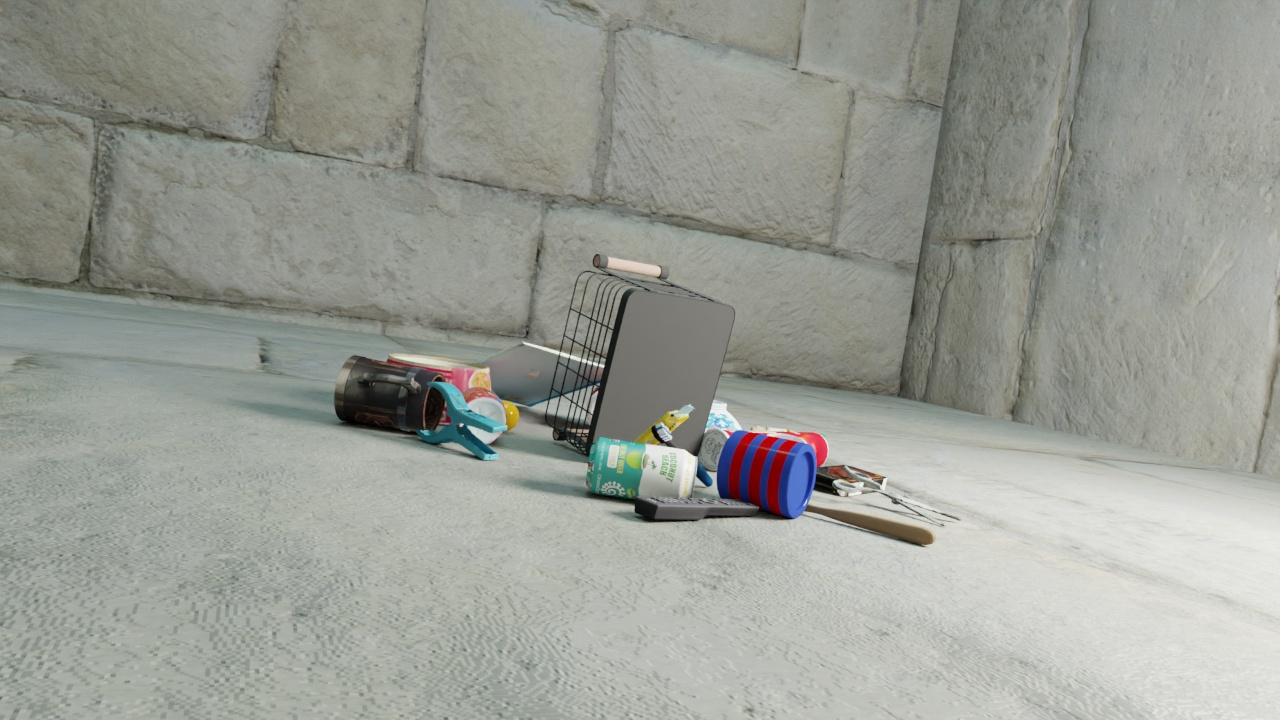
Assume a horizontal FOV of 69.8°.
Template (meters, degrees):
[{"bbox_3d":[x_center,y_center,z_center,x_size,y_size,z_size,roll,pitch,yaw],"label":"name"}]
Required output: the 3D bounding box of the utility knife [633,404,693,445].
[{"bbox_3d":[0.005,0.082,0.926,0.030,0.017,0.165,-3,-31,-38],"label":"utility knife"}]

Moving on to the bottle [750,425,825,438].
[{"bbox_3d":[0.216,0.122,1.356,0.111,0.043,0.043,8,3,4],"label":"bottle"}]

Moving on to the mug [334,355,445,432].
[{"bbox_3d":[-0.296,0.036,1.073,0.107,0.079,0.116,10,-19,6],"label":"mug"}]

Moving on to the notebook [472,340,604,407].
[{"bbox_3d":[-0.170,0.025,1.371,0.181,0.009,0.254,18,-24,-37],"label":"notebook"}]

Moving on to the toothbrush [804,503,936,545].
[{"bbox_3d":[0.209,0.155,0.906,0.167,0.016,0.016,9,4,36],"label":"toothbrush"}]

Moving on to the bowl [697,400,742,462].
[{"bbox_3d":[0.080,0.090,1.244,0.144,0.074,0.144,8,3,-1],"label":"bowl"}]

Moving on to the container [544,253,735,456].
[{"bbox_3d":[-0.007,0.007,1.123,0.162,0.241,0.130,6,13,-36],"label":"container"}]

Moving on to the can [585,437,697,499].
[{"bbox_3d":[0.001,0.107,0.878,0.101,0.055,0.055,8,3,1],"label":"can"}]

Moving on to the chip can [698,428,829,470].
[{"bbox_3d":[0.166,0.117,1.198,0.214,0.052,0.052,6,4,-45],"label":"chip can"}]

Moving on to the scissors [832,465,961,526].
[{"bbox_3d":[0.284,0.151,1.047,0.141,0.014,0.161,14,9,-3],"label":"scissors"}]

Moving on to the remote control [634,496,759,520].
[{"bbox_3d":[0.054,0.136,0.843,0.136,0.015,0.032,9,1,-41],"label":"remote control"}]

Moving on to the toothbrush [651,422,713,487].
[{"bbox_3d":[0.046,0.100,0.939,0.014,0.014,0.168,-26,-32,11],"label":"toothbrush"}]

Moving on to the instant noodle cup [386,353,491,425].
[{"bbox_3d":[-0.280,0.037,1.257,0.178,0.077,0.178,8,3,-1],"label":"instant noodle cup"}]

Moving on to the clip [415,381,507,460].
[{"bbox_3d":[-0.209,0.086,1.017,0.130,0.121,0.031,46,21,29],"label":"clip"}]

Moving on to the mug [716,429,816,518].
[{"bbox_3d":[0.136,0.106,0.931,0.076,0.075,0.111,10,28,31],"label":"mug"}]

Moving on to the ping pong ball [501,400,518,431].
[{"bbox_3d":[-0.179,0.073,1.196,0.040,0.040,0.040,8,3,-1],"label":"ping pong ball"}]

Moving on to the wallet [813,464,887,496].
[{"bbox_3d":[0.249,0.148,1.137,0.072,0.019,0.122,16,7,38],"label":"wallet"}]

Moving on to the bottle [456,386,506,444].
[{"bbox_3d":[-0.199,0.063,1.123,0.062,0.062,0.137,8,3,-14],"label":"bottle"}]

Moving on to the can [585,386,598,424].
[{"bbox_3d":[-0.043,0.070,1.350,0.070,0.070,0.132,8,3,-1],"label":"can"}]
